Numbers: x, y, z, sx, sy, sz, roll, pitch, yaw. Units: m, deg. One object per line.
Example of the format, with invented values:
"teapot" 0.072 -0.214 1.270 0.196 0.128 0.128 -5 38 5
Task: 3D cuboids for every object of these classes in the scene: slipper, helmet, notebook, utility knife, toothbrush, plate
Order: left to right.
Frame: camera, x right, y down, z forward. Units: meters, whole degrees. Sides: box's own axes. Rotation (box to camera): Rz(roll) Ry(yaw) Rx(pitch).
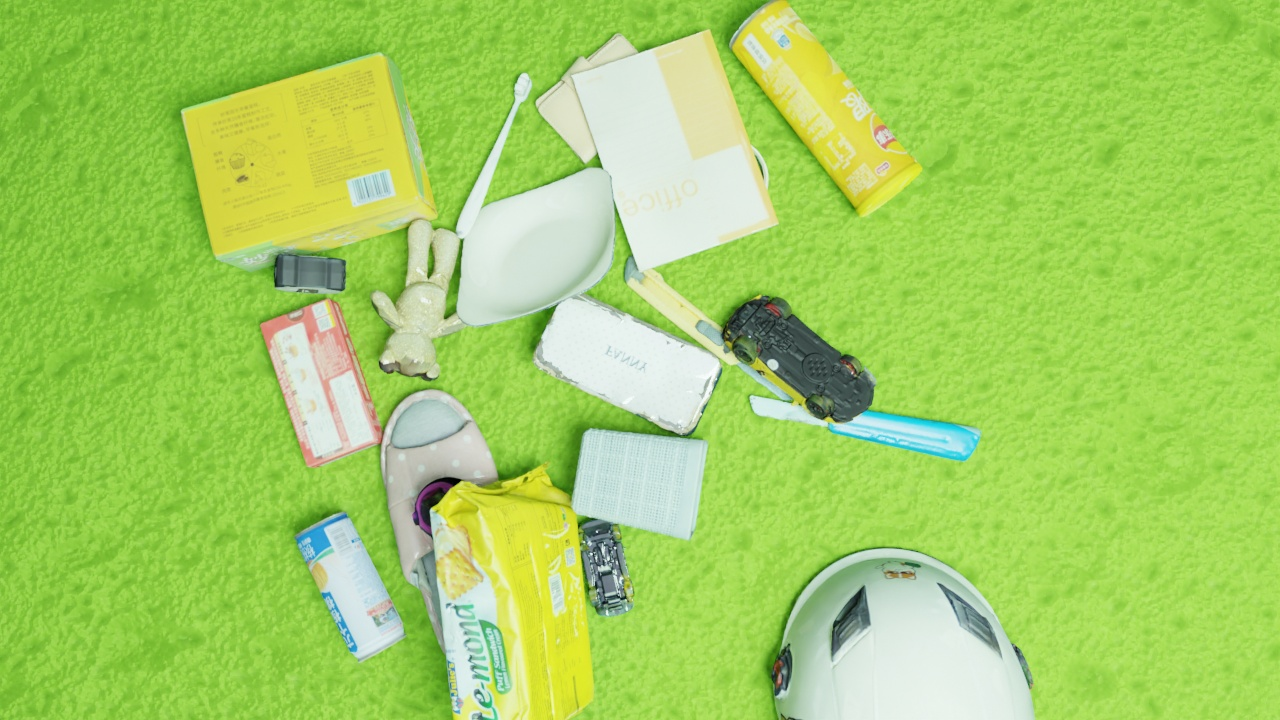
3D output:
"slipper" -0.180 0.161 0.871 0.114 0.054 0.274 -15 85 2
"toothbrush" -0.146 -0.204 0.911 0.016 0.016 0.180 20 82 6
"plate" -0.094 -0.101 0.869 0.164 0.034 0.163 -16 51 17
"notebook" 0.033 -0.205 0.893 0.146 0.010 0.206 -18 86 1
"utility knife" 0.068 -0.028 0.895 0.216 0.022 0.031 38 91 1
"utility knife" 0.211 0.060 0.873 0.218 0.018 0.034 11 88 3
"helmet" 0.232 0.307 0.783 0.230 0.157 0.274 -1 85 3

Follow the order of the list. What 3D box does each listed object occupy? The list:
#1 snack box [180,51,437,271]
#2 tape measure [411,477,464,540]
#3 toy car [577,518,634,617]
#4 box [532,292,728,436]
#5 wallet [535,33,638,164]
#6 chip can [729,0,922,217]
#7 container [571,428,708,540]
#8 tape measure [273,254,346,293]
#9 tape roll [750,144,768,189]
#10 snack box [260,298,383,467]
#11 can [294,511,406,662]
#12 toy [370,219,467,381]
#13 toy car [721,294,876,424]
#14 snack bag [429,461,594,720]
"snack box" -0.322 -0.193 0.902 0.210 0.070 0.157 -16 84 2
"tape measure" -0.174 0.134 0.825 0.057 0.039 0.058 -35 81 0
"toy car" -0.032 0.195 0.868 0.043 0.036 0.091 -13 85 3
"box" -0.005 0.005 0.872 0.184 0.062 0.089 27 88 3
"wallet" -0.040 -0.265 0.915 0.115 0.024 0.087 -41 83 1
"chip can" 0.174 -0.240 0.875 0.072 0.072 0.213 -37 84 0
"container" 0.000 0.110 0.849 0.111 0.090 0.090 8 85 7
"tape measure" -0.322 -0.083 0.895 0.065 0.066 0.033 3 88 -23
"tape roll" 0.083 -0.177 0.904 0.086 0.014 0.085 0 86 4
"snack box" -0.313 0.022 0.905 0.075 0.025 0.153 -21 84 3
"can" -0.275 0.215 0.873 0.053 0.053 0.134 -29 84 1
"toy" -0.215 -0.060 0.894 0.105 0.066 0.157 15 80 -38
"toy car" 0.148 0.002 0.866 0.156 0.041 0.071 38 67 8
"snack bag" -0.103 0.218 0.802 0.068 0.157 0.246 -8 88 23
